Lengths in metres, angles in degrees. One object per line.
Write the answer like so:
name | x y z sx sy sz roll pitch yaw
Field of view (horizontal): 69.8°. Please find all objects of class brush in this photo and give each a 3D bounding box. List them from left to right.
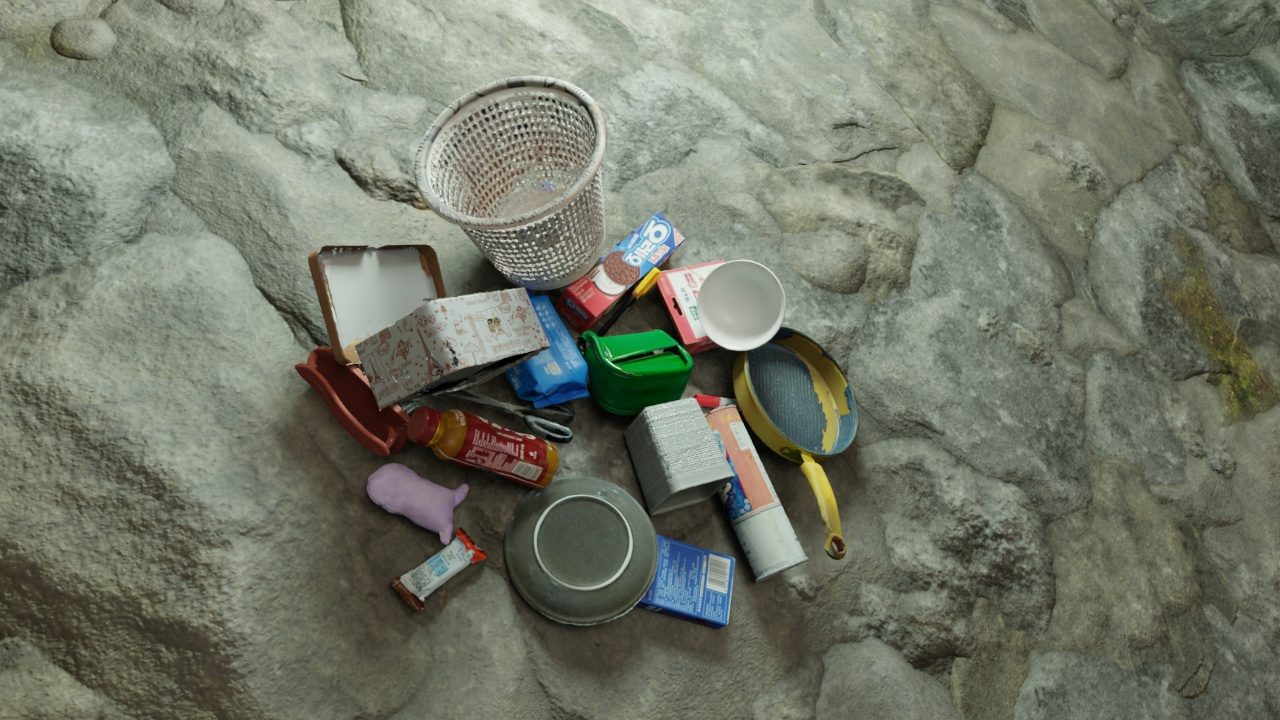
brush | -0.312 0.040 1.014 0.146 0.063 0.069 44 42 3

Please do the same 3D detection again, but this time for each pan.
pan | 0.218 0.102 1.190 0.197 0.078 0.356 22 50 -24

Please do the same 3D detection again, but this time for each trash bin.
trash bin | -0.134 -0.197 1.118 0.228 0.192 0.227 -5 60 9

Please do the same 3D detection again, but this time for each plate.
plate | -0.065 0.209 1.043 0.179 0.024 0.179 5 57 -8

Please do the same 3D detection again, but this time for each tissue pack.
tissue pack | -0.130 -0.012 1.126 0.094 0.052 0.157 -18 72 -47

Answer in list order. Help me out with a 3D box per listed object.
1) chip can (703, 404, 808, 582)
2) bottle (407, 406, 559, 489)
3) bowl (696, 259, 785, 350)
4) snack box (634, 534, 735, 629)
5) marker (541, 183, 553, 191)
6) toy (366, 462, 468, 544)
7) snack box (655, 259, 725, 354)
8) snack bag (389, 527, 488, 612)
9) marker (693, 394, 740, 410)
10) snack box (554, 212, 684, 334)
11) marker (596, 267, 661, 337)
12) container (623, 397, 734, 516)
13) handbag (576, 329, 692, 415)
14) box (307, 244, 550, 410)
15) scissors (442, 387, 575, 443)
chip can | 0.133 0.165 1.154 0.071 0.071 0.214 -14 71 -30
bottle | -0.174 0.095 1.021 0.174 0.058 0.057 25 54 -37
bowl | 0.139 -0.074 1.222 0.118 0.118 0.064 53 18 8
snack box | 0.034 0.256 1.086 0.157 0.026 0.084 20 57 -15
marker | -0.122 -0.179 1.246 0.017 0.017 0.145 6 62 -23
toy | -0.246 0.147 1.005 0.108 0.039 0.083 25 39 -8
snack box | 0.081 -0.073 1.270 0.126 0.044 0.113 -14 72 -31
snack bag | -0.215 0.223 0.986 0.048 0.026 0.104 44 55 10
marker | 0.139 0.061 1.244 0.145 0.017 0.017 7 62 -22
snack box | -0.026 -0.121 1.237 0.058 0.057 0.206 45 55 2
marker | -0.016 -0.074 1.214 0.015 0.018 0.123 40 80 9
container | 0.042 0.115 1.128 0.090 0.090 0.114 -11 67 -30
handbag | -0.007 0.007 1.162 0.131 0.068 0.120 -5 40 -30
box | -0.232 -0.064 1.015 0.182 0.157 0.192 -17 85 -60
scissors | -0.151 0.057 1.087 0.170 0.014 0.159 35 22 35
